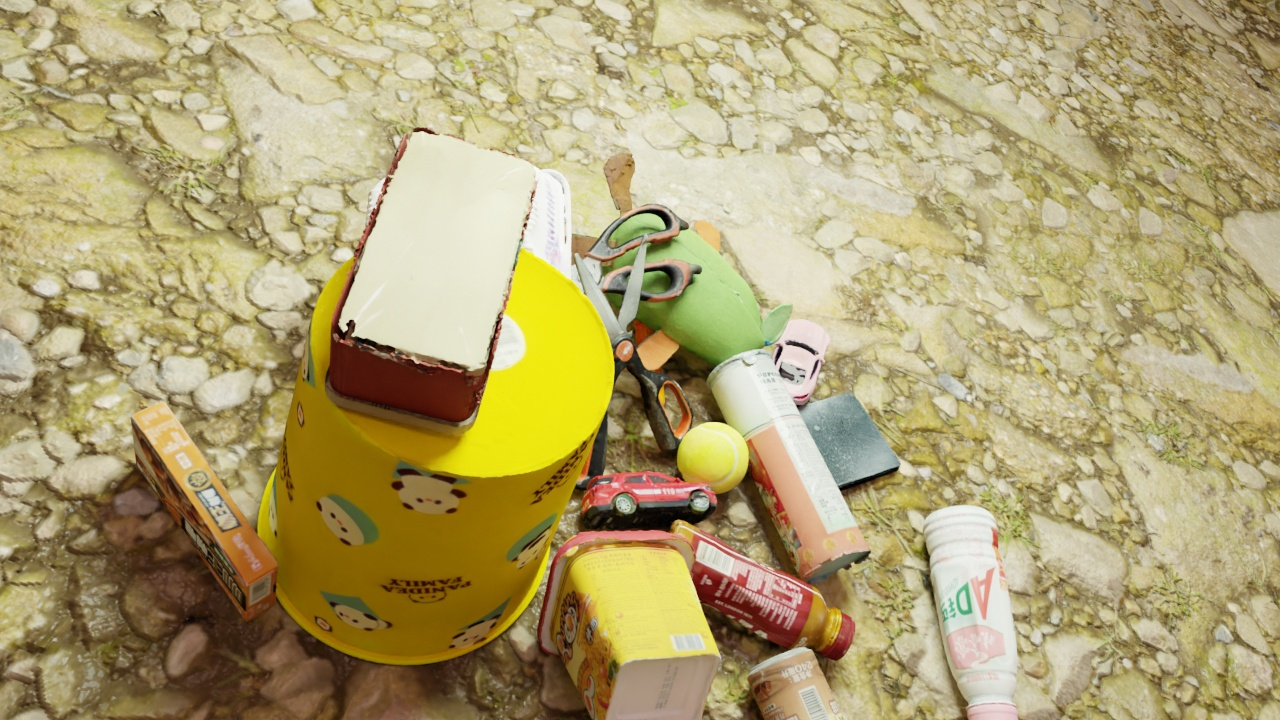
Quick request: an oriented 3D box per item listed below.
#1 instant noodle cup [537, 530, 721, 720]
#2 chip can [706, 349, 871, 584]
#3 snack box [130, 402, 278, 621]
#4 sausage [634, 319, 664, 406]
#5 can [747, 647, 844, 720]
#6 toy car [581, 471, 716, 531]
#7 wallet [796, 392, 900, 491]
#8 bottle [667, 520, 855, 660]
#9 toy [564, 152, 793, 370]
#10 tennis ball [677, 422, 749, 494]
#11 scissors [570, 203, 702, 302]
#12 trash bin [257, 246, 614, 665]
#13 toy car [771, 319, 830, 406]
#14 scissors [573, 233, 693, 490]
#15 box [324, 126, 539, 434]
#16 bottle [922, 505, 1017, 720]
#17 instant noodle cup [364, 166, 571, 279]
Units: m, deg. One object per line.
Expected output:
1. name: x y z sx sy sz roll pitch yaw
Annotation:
1. instant noodle cup: -0.005 0.201 0.671 0.116 0.116 0.123 3 26 -22
2. chip can: 0.136 0.097 0.857 0.071 0.071 0.214 -9 60 -28
3. snack box: -0.310 0.108 0.653 0.026 0.075 0.153 -31 72 -38
4. sausage: 0.007 -0.014 0.915 0.021 0.022 0.165 7 53 -19
5. can: 0.132 0.291 0.721 0.058 0.059 0.116 -8 60 -28
6. toy car: 0.007 0.122 0.795 0.120 0.053 0.045 5 58 -22
7. wallet: 0.198 0.083 0.931 0.120 0.019 0.097 -12 61 -32
8. bottle: 0.096 0.198 0.774 0.175 0.058 0.057 27 50 -3
9. toy: 0.033 -0.076 0.899 0.246 0.090 0.226 40 51 -18
10. tennis ball: 0.066 0.089 0.835 0.065 0.066 0.065 12 52 -16
11. scissors: -0.032 -0.065 0.795 0.194 0.015 0.205 28 64 -21
12. trash bin: -0.143 0.060 0.642 0.229 0.256 0.229 11 52 -15
13. toy car: 0.164 -0.002 0.959 0.056 0.037 0.122 21 48 7
14. scissors: -0.017 0.014 0.796 0.224 0.022 0.221 -55 131 -11
15. box: -0.111 -0.053 0.518 0.091 0.079 0.168 15 52 -11
16. bottle: 0.304 0.234 0.836 0.068 0.068 0.196 12 56 -15
17. instant noodle cup: -0.145 -0.099 0.731 0.173 0.060 0.137 -5 67 6
